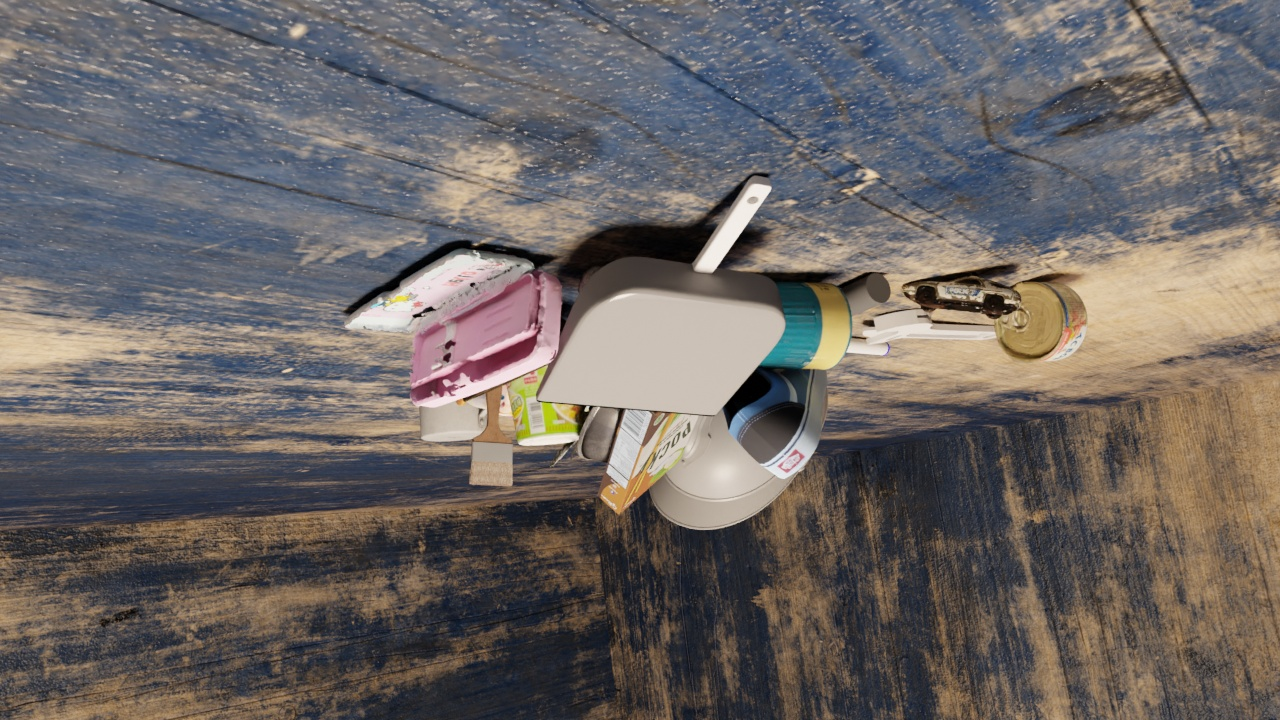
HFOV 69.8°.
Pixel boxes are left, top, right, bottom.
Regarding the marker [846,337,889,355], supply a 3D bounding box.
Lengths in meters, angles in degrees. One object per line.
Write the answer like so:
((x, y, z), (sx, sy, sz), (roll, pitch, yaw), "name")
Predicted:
((0.265, -0.019, 1.149), (0.141, 0.020, 0.020), (3, 165, -42), "marker")

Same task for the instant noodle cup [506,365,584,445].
((-0.098, 0.031, 0.954), (0.099, 0.108, 0.099), (-6, 169, -1), "instant noodle cup")

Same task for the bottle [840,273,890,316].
((0.197, -0.055, 0.907), (0.030, 0.030, 0.113), (-1, 167, -28), "bottle")

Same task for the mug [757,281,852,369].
((0.121, -0.029, 0.859), (0.107, 0.083, 0.114), (-2, 171, -25), "mug")

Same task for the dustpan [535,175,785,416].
((0.034, -0.038, 0.686), (0.163, 0.033, 0.258), (6, 146, -21), "dustpan")

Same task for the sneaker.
((0.123, 0.021, 0.904), (0.084, 0.098, 0.240), (-46, -173, 20), "sneaker")

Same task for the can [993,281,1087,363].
((0.424, -0.041, 0.974), (0.043, 0.086, 0.086), (-2, 168, -29), "can")

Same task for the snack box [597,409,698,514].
((0.017, 0.069, 0.916), (0.100, 0.031, 0.186), (-38, 159, -34), "snack box")

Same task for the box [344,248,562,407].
((-0.159, -0.026, 0.731), (0.102, 0.086, 0.202), (18, 156, -37), "box")

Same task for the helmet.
((0.103, 0.057, 1.057), (0.183, 0.270, 0.118), (23, 153, 34), "helmet")

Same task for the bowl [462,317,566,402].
((-0.116, -0.013, 0.835), (0.121, 0.056, 0.121), (-25, -179, 0), "bowl")

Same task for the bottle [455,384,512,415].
((-0.155, 0.032, 1.044), (0.108, 0.063, 0.063), (0, 167, -27), "bottle")

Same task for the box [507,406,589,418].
((-0.120, 0.057, 1.237), (0.150, 0.049, 0.214), (-12, 168, 5), "box")

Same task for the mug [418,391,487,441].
((-0.213, 0.055, 1.099), (0.113, 0.070, 0.084), (-11, 168, 27), "mug")

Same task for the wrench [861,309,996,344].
((0.373, -0.039, 1.126), (0.272, 0.018, 0.087), (0, 165, -36), "wrench")

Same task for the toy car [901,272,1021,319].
((0.319, -0.067, 0.913), (0.113, 0.040, 0.048), (8, 174, 21), "toy car")

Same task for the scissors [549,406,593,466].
((-0.057, 0.052, 1.038), (0.147, 0.015, 0.209), (-4, -144, 52), "scissors")

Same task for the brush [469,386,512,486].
((-0.157, 0.062, 0.982), (0.045, 0.143, 0.008), (7, 163, -22), "brush")

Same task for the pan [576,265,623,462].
((-0.005, 0.005, 0.883), (0.187, 0.055, 0.357), (-47, 162, -11), "pan")
